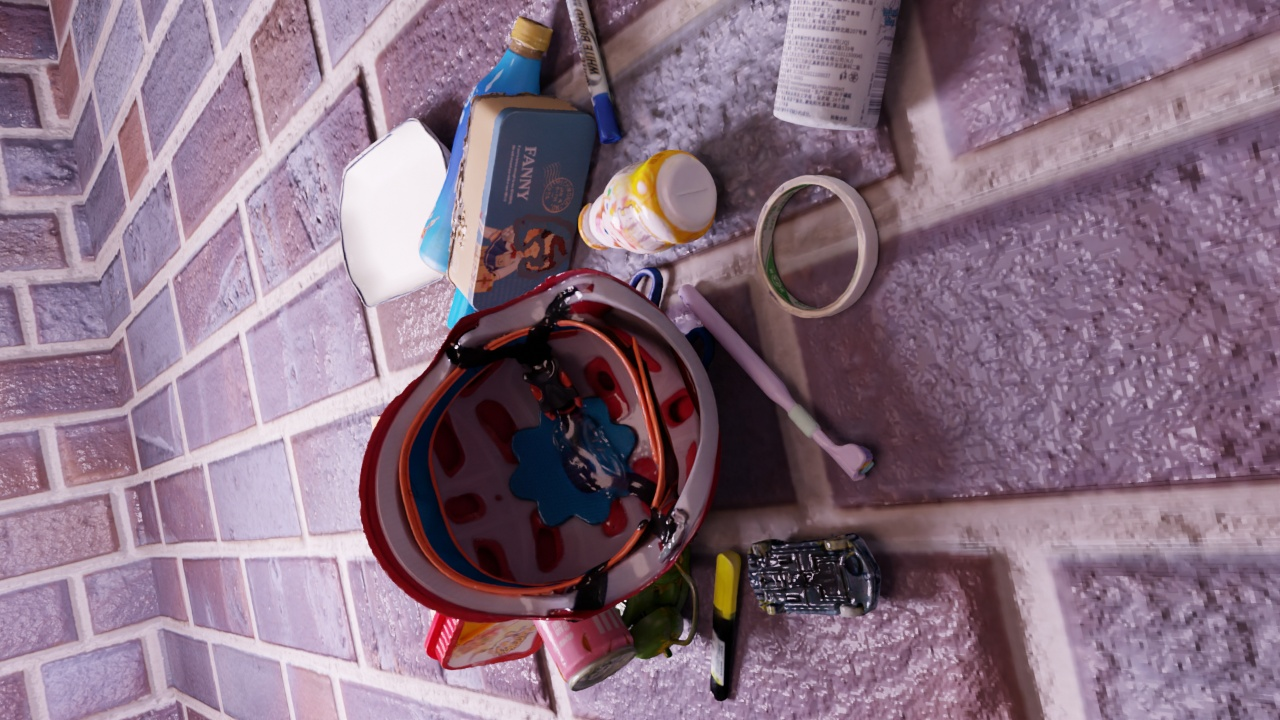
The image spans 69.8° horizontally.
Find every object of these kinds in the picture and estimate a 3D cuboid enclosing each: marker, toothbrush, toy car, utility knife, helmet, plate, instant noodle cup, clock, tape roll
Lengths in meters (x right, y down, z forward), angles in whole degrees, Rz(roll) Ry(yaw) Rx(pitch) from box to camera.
[{"bbox_3d":[-0.039,-0.235,0.694,0.017,0.016,0.145,-20,82,50],"label":"marker"},{"bbox_3d":[0.081,0.007,0.597,0.189,0.021,0.029,49,164,34],"label":"toothbrush"},{"bbox_3d":[0.110,0.135,0.579,0.106,0.031,0.049,-18,85,52],"label":"toy car"},{"bbox_3d":[-0.163,-0.067,0.875,0.034,0.018,0.188,49,130,29],"label":"utility knife"},{"bbox_3d":[-0.054,0.067,0.625,0.240,0.144,0.207,-28,77,9],"label":"helmet"},{"bbox_3d":[-0.245,-0.146,0.947,0.266,0.034,0.162,-12,88,51],"label":"plate"},{"bbox_3d":[-0.146,0.202,0.849,0.124,0.116,0.117,60,138,40],"label":"instant noodle cup"},{"bbox_3d":[-0.009,0.162,0.709,0.161,0.056,0.116,20,114,47],"label":"clock"},{"bbox_3d":[0.105,-0.069,0.557,0.086,0.013,0.086,14,108,49],"label":"tape roll"},{"bbox_3d":[0.061,0.194,0.666,0.018,0.015,0.124,23,118,47],"label":"marker"}]

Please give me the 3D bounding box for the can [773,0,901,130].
[{"bbox_3d":[0.110,-0.199,0.488,0.058,0.058,0.147,27,117,45],"label":"can"}]

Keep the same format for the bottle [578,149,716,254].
[{"bbox_3d":[0.001,-0.104,0.636,0.109,0.063,0.063,-10,90,51],"label":"bottle"}]

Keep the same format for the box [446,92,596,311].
[{"bbox_3d":[-0.096,-0.130,0.728,0.061,0.089,0.185,46,134,40],"label":"box"}]

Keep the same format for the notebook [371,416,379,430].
[{"bbox_3d":[-0.249,0.135,1.031,0.208,0.008,0.148,-5,94,51],"label":"notebook"}]

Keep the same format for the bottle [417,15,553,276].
[{"bbox_3d":[-0.124,-0.174,0.764,0.065,0.065,0.219,43,118,37],"label":"bottle"}]

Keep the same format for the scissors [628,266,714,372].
[{"bbox_3d":[0.005,0.011,0.696,0.161,0.012,0.163,11,108,49],"label":"scissors"}]

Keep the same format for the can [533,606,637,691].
[{"bbox_3d":[-0.061,0.165,0.682,0.147,0.057,0.058,57,135,25],"label":"can"}]
